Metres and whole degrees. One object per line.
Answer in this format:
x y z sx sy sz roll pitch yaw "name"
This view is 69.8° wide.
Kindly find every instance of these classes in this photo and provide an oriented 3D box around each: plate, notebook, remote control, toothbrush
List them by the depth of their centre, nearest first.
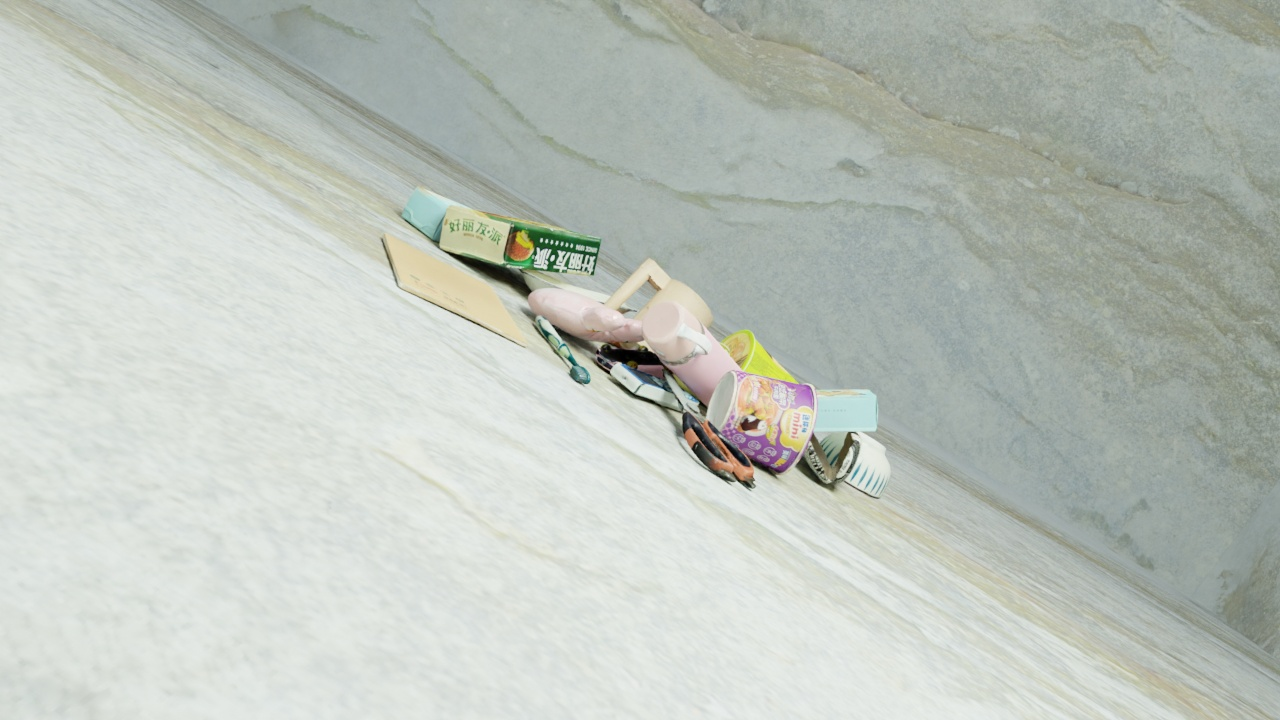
-0.208 -0.081 1.009 0.147 0.008 0.207 27 9 -27 "notebook"
-0.091 -0.015 1.015 0.018 0.016 0.191 14 16 -28 "toothbrush"
0.018 0.034 1.073 0.049 0.024 0.124 38 10 38 "remote control"
-0.094 -0.088 1.289 0.164 0.034 0.163 19 6 -16 "plate"

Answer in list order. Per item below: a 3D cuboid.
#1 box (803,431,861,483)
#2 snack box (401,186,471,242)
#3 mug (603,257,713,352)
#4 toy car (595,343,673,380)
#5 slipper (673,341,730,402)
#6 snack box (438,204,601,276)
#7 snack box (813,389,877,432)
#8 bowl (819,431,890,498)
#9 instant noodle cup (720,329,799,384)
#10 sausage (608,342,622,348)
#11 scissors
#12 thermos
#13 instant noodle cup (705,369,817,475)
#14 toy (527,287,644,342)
0.245 0.123 1.225 0.087 0.076 0.163 19 8 8 "box"
-0.258 -0.193 1.332 0.074 0.052 0.174 37 11 27 "snack box"
0.018 -0.057 1.214 0.124 0.103 0.084 46 -16 -9 "mug"
-0.007 0.006 1.115 0.056 0.037 0.122 31 17 36 "toy car"
0.085 0.007 1.280 0.091 0.081 0.190 23 9 -30 "slipper"
-0.163 -0.165 1.295 0.114 0.063 0.239 17 9 26 "snack box"
0.233 0.068 1.257 0.175 0.051 0.074 -1 6 7 "snack box"
0.318 0.142 1.347 0.116 0.066 0.116 30 8 -5 "bowl"
0.169 0.034 1.360 0.123 0.112 0.111 36 6 -24 "instant noodle cup"
-0.039 -0.033 1.273 0.165 0.021 0.021 24 11 -43 "sausage"
0.070 0.069 0.998 0.185 0.015 0.208 38 14 7 "scissors"
0.074 0.000 1.096 0.087 0.067 0.198 23 -14 35 "thermos"
0.135 0.064 1.053 0.099 0.112 0.111 19 11 -13 "instant noodle cup"
-0.065 -0.053 1.123 0.121 0.054 0.160 19 -2 -44 "toy"
